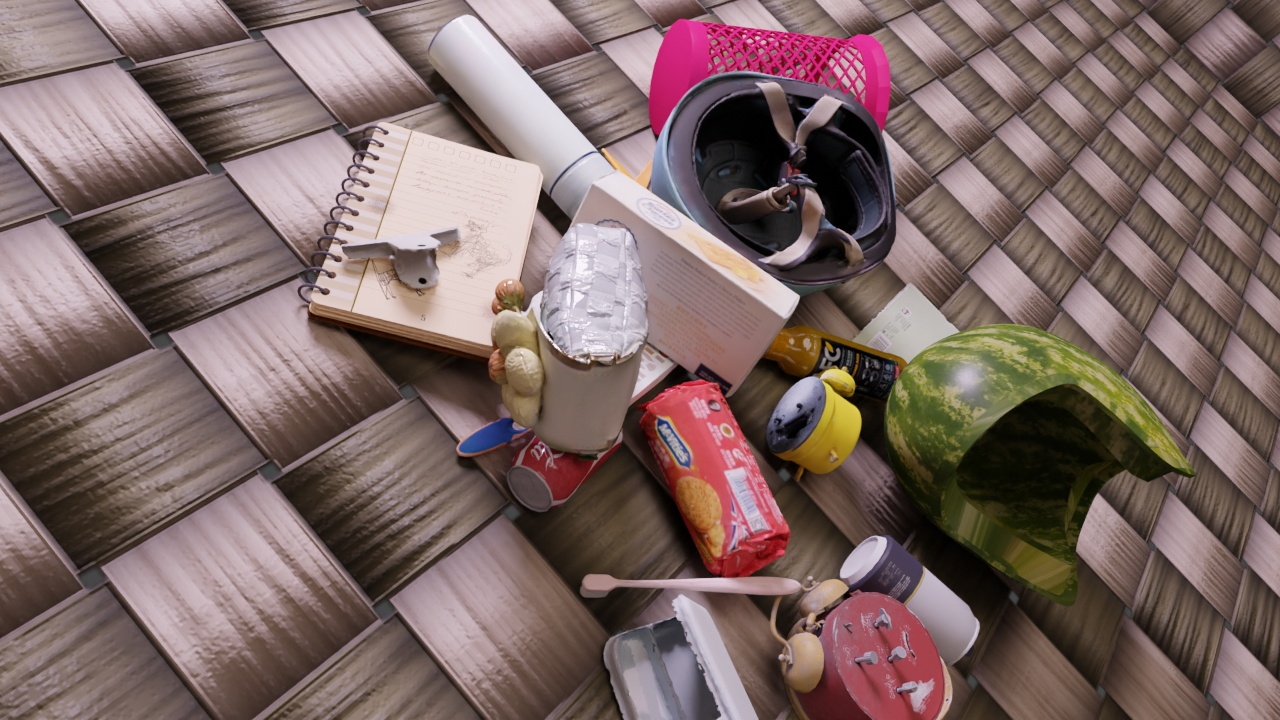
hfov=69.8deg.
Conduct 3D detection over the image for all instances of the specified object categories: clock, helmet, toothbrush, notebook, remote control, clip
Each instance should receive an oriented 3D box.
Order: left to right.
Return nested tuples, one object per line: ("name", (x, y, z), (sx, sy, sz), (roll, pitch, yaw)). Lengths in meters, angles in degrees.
("clip", (-0.183, -0.085, 0.741), (0.101, 0.038, 0.054), (-16, 40, -30))
("notebook", (-0.180, -0.109, 0.787), (0.167, 0.024, 0.225), (14, 52, -11))
("toothbrush", (-0.092, 0.051, 0.751), (0.134, 0.017, 0.021), (-21, 70, -40))
("remote control", (-0.005, 0.005, 0.826), (0.049, 0.024, 0.143), (38, 34, 10))
("toothbrush", (0.042, 0.178, 0.719), (0.181, 0.018, 0.015), (4, 49, -15))
("helmet", (0.120, -0.164, 0.929), (0.265, 0.167, 0.225), (10, 70, -26))
("clock", (0.165, 0.052, 0.867), (0.057, 0.084, 0.118), (30, 50, -18))
("clock", (0.174, 0.238, 0.740), (0.159, 0.081, 0.116), (37, 47, -4))
("notebook", (0.361, 0.037, 1.051), (0.252, 0.010, 0.181), (48, 47, 6))
("helmet", (0.353, 0.077, 0.873), (0.247, 0.214, 0.242), (33, 23, 3))

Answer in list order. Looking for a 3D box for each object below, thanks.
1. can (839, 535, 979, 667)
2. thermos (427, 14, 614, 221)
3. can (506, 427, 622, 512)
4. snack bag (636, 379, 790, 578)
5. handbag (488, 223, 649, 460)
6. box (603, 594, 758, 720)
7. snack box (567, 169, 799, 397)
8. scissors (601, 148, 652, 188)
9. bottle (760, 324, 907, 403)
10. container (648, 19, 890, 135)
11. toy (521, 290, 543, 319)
("can", (0.240, 0.216, 0.810), (0.127, 0.064, 0.064), (42, 46, 0))
("thermos", (-0.115, -0.238, 0.909), (0.230, 0.068, 0.067), (48, 47, 6))
("can", (-0.059, 0.074, 0.730), (0.054, 0.054, 0.096), (44, 47, 3))
("snack bag", (0.064, 0.099, 0.774), (0.082, 0.083, 0.176), (-9, 64, -36))
("handbag", (-0.057, -0.025, 0.709), (0.123, 0.113, 0.171), (5, 46, -4))
("box", (0.069, 0.264, 0.640), (0.107, 0.110, 0.216), (-6, 63, -39))
("snack box", (0.029, -0.070, 0.830), (0.208, 0.104, 0.057), (35, 35, 5))
("scissors", (0.001, -0.175, 0.974), (0.129, 0.011, 0.125), (33, 49, -10))
("bottle", (0.187, -0.003, 0.939), (0.186, 0.053, 0.053), (16, 51, -22))
("container", (0.136, -0.302, 1.051), (0.225, 0.184, 0.183), (6, 56, -20))
("toy", (-0.077, -0.026, 0.800), (0.125, 0.037, 0.076), (-8, 63, -25))
